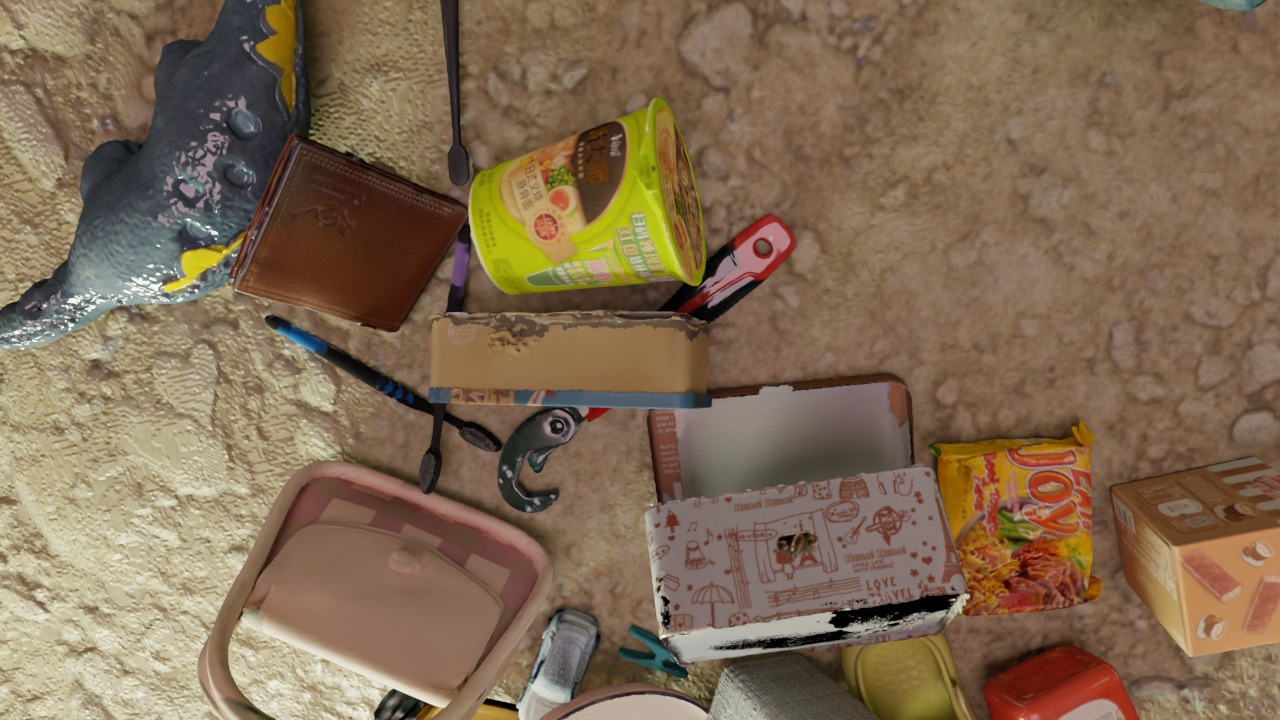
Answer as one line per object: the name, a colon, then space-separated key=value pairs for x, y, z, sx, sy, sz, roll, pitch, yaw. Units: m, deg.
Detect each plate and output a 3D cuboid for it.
plate: x=-0.026 y=0.311 z=0.668 sx=0.192 sy=0.039 sz=0.193 roll=-8 pitch=111 yaw=-20

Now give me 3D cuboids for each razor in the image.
razor: x=-0.114 y=0.271 z=0.691 sx=0.167 sy=0.062 sz=0.067 roll=13 pitch=75 yaw=-3

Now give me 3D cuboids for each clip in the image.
clip: x=0.013 y=0.217 z=0.679 sx=0.056 sy=0.014 sz=0.040 roll=22 pitch=107 yaw=-1

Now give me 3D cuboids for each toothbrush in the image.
toothbrush: x=-0.118 y=-0.202 z=0.579 sx=0.016 sy=0.018 sz=0.181 roll=1 pitch=103 yaw=13
toothbrush: x=-0.133 y=0.001 z=0.623 sx=0.014 sy=0.016 sz=0.189 roll=11 pitch=98 yaw=5
toothbrush: x=-0.181 y=0.017 z=0.644 sx=0.189 sy=0.016 sz=0.014 roll=30 pitch=101 yaw=-2

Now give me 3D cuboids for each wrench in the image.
wrench: x=-0.004 y=0.004 z=0.621 sx=0.056 sy=0.016 sz=0.274 roll=44 pitch=105 yaw=-4

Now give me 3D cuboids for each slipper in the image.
slipper: x=0.194 y=0.265 z=0.640 sx=0.092 sy=0.081 sz=0.190 roll=-18 pitch=100 yaw=13

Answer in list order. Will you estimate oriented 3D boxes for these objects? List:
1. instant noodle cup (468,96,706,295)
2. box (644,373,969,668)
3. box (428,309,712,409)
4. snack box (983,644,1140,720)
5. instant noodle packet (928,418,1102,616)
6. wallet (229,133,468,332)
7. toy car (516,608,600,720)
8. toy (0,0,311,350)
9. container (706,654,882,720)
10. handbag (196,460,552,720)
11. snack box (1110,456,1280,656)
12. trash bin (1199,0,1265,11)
instant noodle cup: x=-0.034 y=-0.088 z=0.558 sx=0.123 sy=0.111 sz=0.112 roll=-10 pitch=104 yaw=16
box: x=0.098 y=0.092 z=0.596 sx=0.182 sy=0.153 sz=0.177 roll=-9 pitch=64 yaw=4
box: x=-0.037 y=0.001 z=0.573 sx=0.184 sy=0.089 sz=0.061 roll=3 pitch=89 yaw=16
snack box: x=0.288 y=0.247 z=0.621 sx=0.091 sy=0.082 sz=0.080 roll=-22 pitch=94 yaw=-8
instant noodle packet: x=0.251 y=0.107 z=0.610 sx=0.111 sy=0.044 sz=0.128 roll=-6 pitch=104 yaw=3
wallet: x=-0.181 y=-0.075 z=0.579 sx=0.124 sy=0.032 sz=0.101 roll=18 pitch=108 yaw=-44
toy car: x=-0.060 y=0.228 z=0.671 sx=0.043 sy=0.034 sz=0.090 roll=21 pitch=86 yaw=-3
toy: x=-0.292 y=-0.116 z=0.581 sx=0.138 sy=0.091 sz=0.357 roll=43 pitch=103 yaw=5
container: x=0.107 y=0.265 z=0.620 sx=0.090 sy=0.114 sz=0.090 roll=5 pitch=107 yaw=-35
handbag: x=-0.170 y=0.166 z=0.569 sx=0.193 sy=0.233 sz=0.093 roll=22 pitch=108 yaw=-1
snack box: x=0.366 y=0.121 z=0.575 sx=0.094 sy=0.092 sz=0.077 roll=-14 pitch=103 yaw=9
trash bin: x=0.292 y=-0.288 z=0.426 sx=0.226 sy=0.226 sz=0.196 roll=32 pitch=118 yaw=-3
